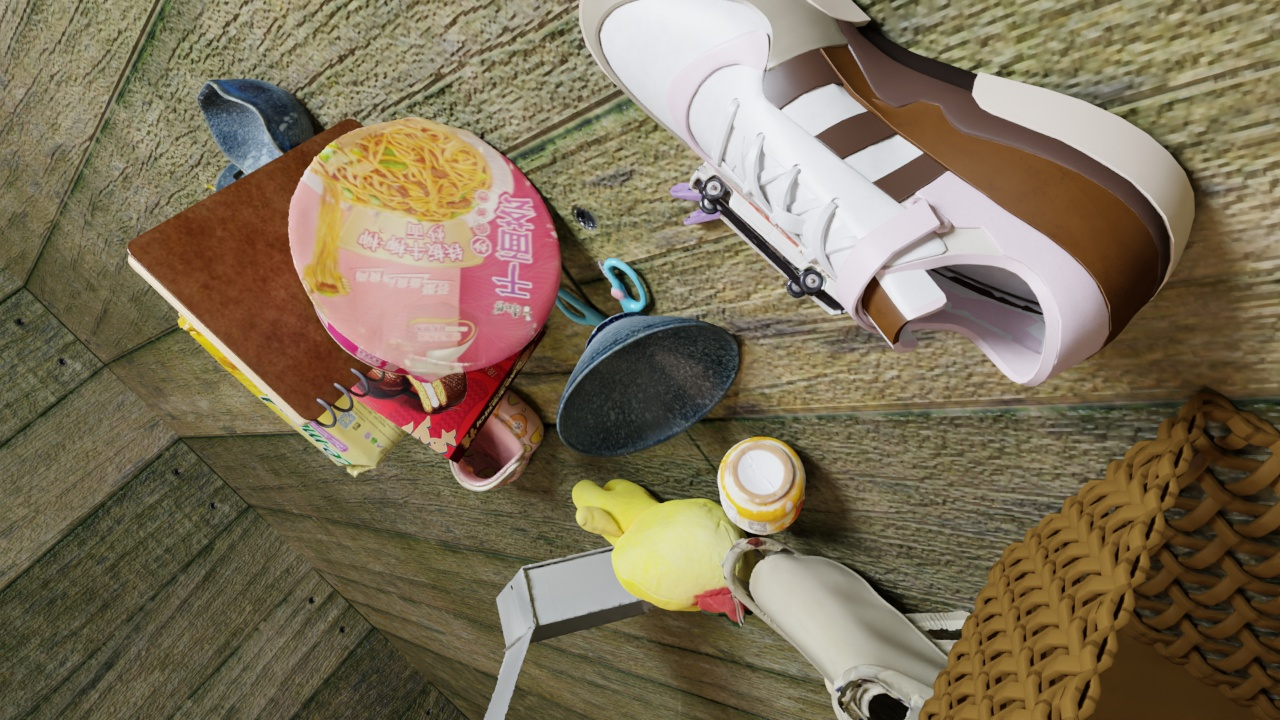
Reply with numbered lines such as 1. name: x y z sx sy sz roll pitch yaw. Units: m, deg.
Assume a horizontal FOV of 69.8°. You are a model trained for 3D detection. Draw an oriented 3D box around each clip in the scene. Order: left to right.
1. clip: 0.042 -0.092 0.540 0.051 0.013 0.032 7 138 41

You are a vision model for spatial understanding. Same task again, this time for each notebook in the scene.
1. notebook: -0.221 -0.069 0.663 0.167 0.224 0.024 46 132 -9

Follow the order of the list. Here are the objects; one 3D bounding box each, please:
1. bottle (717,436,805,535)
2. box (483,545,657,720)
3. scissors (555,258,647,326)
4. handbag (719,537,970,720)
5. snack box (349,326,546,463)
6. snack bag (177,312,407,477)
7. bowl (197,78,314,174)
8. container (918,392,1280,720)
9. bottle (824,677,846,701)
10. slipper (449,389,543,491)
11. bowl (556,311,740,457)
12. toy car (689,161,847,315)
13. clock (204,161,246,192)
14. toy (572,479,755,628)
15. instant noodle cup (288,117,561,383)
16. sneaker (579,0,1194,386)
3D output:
1. bottle: 0.092 0.101 0.690 0.063 0.063 0.109 29 162 20
2. box: -0.085 0.307 0.887 0.165 0.329 0.167 27 151 -3
3. scissors: -0.020 -0.028 0.696 0.130 0.015 0.135 15 139 36
4. handbag: 0.181 0.205 0.659 0.184 0.132 0.229 36 179 -23
5. snack box: -0.180 -0.012 0.765 0.152 0.132 0.036 32 170 8
6. snack bag: -0.274 -0.013 0.828 0.068 0.159 0.247 25 157 46
7. bowl: -0.310 -0.193 0.767 0.110 0.055 0.110 29 148 19
8. container: 0.268 0.208 0.435 0.219 0.250 0.215 33 150 13
9. bottle: 0.209 0.283 0.817 0.044 0.044 0.109 44 151 -6
10. slipper: -0.165 0.093 0.958 0.093 0.081 0.198 42 148 1
11. bowl: -0.004 0.004 0.640 0.137 0.137 0.057 89 157 -53
12. toy car: 0.077 -0.071 0.501 0.113 0.039 0.039 43 177 -2
13. clock: -0.342 -0.135 0.855 0.117 0.083 0.057 52 154 -12
14. toy: 0.021 0.156 0.809 0.208 0.133 0.092 19 103 46
15. instant noodle cup: -0.150 -0.065 0.625 0.178 0.178 0.078 44 148 -6
16. sneaker: 0.076 -0.084 0.404 0.294 0.116 0.112 34 150 13
